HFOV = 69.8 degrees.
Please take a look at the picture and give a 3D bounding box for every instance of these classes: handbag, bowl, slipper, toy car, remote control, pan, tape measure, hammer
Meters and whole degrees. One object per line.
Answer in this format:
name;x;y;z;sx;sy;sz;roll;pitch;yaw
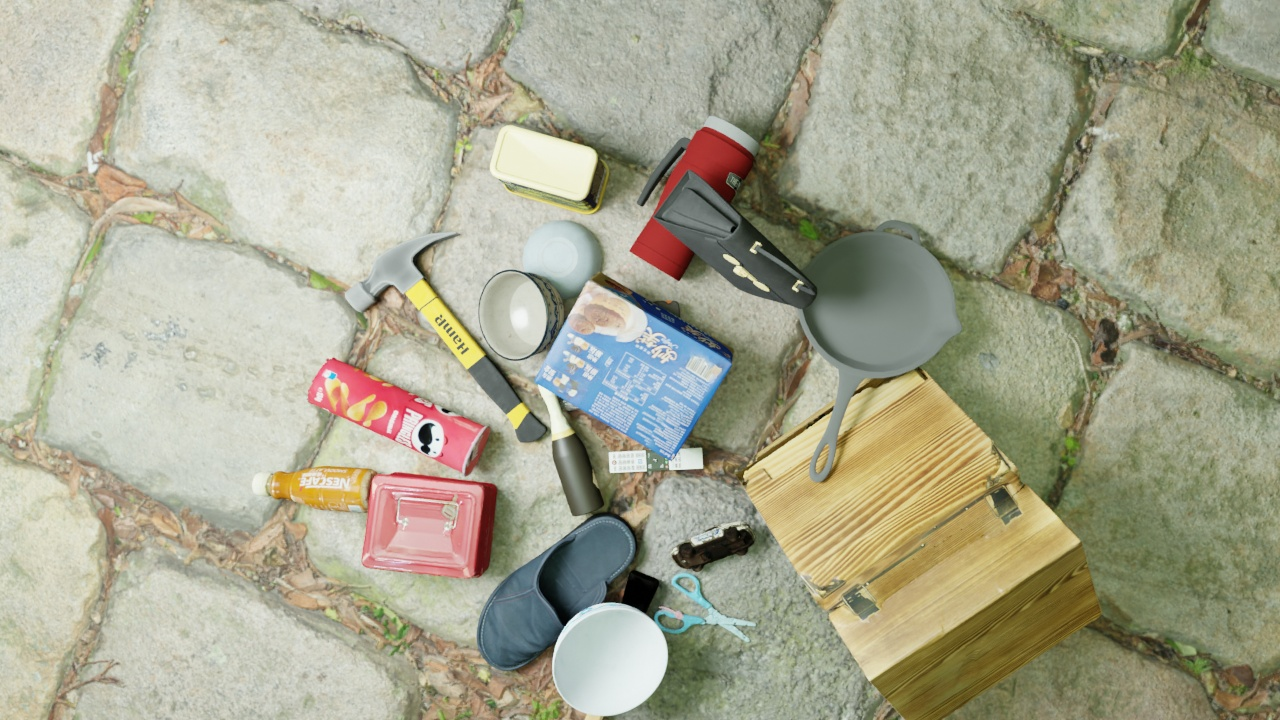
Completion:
handbag;0.139;-0.122;1.077;0.175;0.196;0.072;34;94;-40
bowl;-0.044;0.361;1.154;0.144;0.074;0.144;-3;103;-13
slipper;-0.117;0.308;1.198;0.266;0.083;0.109;-42;90;6
toy car;0.094;0.240;1.201;0.113;0.040;0.048;-22;130;10
bowl;-0.106;-0.134;1.207;0.106;0.039;0.106;0;91;4
remote control;0.021;0.132;1.218;0.124;0.011;0.028;-3;91;4
pan;0.276;-0.013;1.156;0.216;0.024;0.354;19;78;11
tape measure;0.024;-0.049;1.202;0.058;0.038;0.058;-6;91;-9
bowl;-0.146;-0.060;1.179;0.116;0.059;0.115;5;99;33
hammer;-0.234;-0.024;1.226;0.170;0.034;0.324;-39;90;3
hammer;-0.049;0.440;1.220;0.131;0.039;0.328;20;92;5

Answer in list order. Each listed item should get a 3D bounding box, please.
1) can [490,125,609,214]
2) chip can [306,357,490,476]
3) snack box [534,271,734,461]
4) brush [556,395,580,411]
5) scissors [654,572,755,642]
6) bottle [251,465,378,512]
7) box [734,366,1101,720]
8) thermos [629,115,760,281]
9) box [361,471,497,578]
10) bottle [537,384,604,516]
can;-0.115;-0.243;1.172;0.135;0.104;0.075;16;92;4
chip can;-0.319;0.073;1.213;0.233;0.073;0.073;24;93;4
snack box;-0.007;0.007;1.158;0.203;0.069;0.155;30;110;0
brush;-0.046;0.044;1.220;0.151;0.012;0.039;-5;93;5
scissors;0.092;0.326;1.221;0.142;0.015;0.095;7;92;-2
bottle;-0.436;0.170;1.230;0.167;0.059;0.059;2;91;7
box;0.333;0.216;1.147;0.279;0.286;0.336;-34;47;5
thermos;0.059;-0.212;1.174;0.108;0.084;0.198;33;96;20
box;-0.274;0.217;1.209;0.158;0.097;0.129;6;87;7
bottle;-0.097;0.111;1.207;0.045;0.045;0.184;-18;92;4
